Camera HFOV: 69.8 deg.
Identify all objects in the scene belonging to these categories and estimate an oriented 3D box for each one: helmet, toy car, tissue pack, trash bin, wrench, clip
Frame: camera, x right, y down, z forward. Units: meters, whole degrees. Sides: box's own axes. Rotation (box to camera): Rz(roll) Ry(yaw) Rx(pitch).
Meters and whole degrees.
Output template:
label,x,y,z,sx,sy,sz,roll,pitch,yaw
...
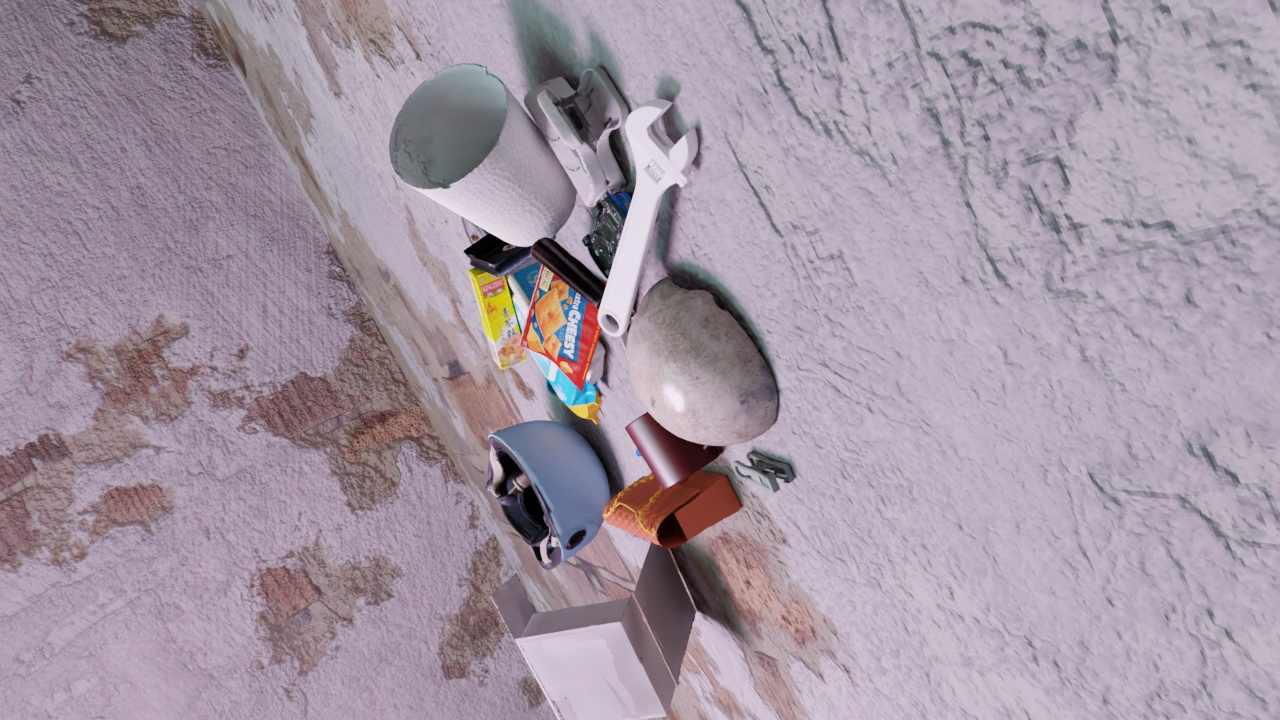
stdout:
label,x,y,z,sx,sy,sz,roll,pitch,yaw
helmet,-0.142,0.190,1.437,0.225,0.166,0.266,49,159,22
toy car,-0.021,-0.122,0.900,0.056,0.043,0.120,56,158,10
tissue pack,-0.119,-0.044,1.217,0.209,0.066,0.117,56,159,18
trash bin,-0.147,-0.194,0.918,0.133,0.133,0.161,48,-174,30
wrench,-0.003,-0.113,0.822,0.066,0.018,0.274,36,142,14
clip,0.120,0.110,0.910,0.076,0.045,0.023,15,130,65
clip,-0.060,-0.211,0.859,0.124,0.075,0.144,57,170,2

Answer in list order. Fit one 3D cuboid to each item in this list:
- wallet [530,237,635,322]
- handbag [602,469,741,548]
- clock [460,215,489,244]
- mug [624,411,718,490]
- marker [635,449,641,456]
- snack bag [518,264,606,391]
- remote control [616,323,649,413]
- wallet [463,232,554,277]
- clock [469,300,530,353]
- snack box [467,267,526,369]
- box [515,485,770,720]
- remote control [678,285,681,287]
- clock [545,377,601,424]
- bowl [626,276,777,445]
label,x,y,z,sx,sy,sz,roll,pitch,yaw
wallet,-0.057,-0.085,0.980,0.099,0.031,0.120,43,-174,16
handbag,0.026,0.168,1.092,0.060,0.108,0.172,63,160,-9
clock,-0.204,-0.174,1.247,0.104,0.056,0.148,50,160,25
mug,0.045,0.083,1.006,0.106,0.073,0.082,-37,82,40
marker,0.008,0.094,1.176,0.013,0.013,0.142,53,159,17
snack bag,-0.090,-0.051,1.104,0.144,0.039,0.131,34,112,44
remote control,-0.006,0.006,1.019,0.135,0.011,0.050,-112,3,-62
wallet,-0.166,-0.142,1.153,0.115,0.089,0.026,28,150,57
clock,-0.183,-0.057,1.311,0.119,0.094,0.043,57,151,25
snack box,-0.188,-0.059,1.213,0.029,0.040,0.148,41,149,49
box,0.021,0.350,1.319,0.172,0.378,0.167,0,120,49
remote control,0.049,-0.017,0.929,0.030,0.009,0.140,45,155,35
clock,-0.102,0.031,1.312,0.129,0.043,0.099,45,156,19
bowl,0.040,0.018,0.876,0.178,0.081,0.179,44,156,25
